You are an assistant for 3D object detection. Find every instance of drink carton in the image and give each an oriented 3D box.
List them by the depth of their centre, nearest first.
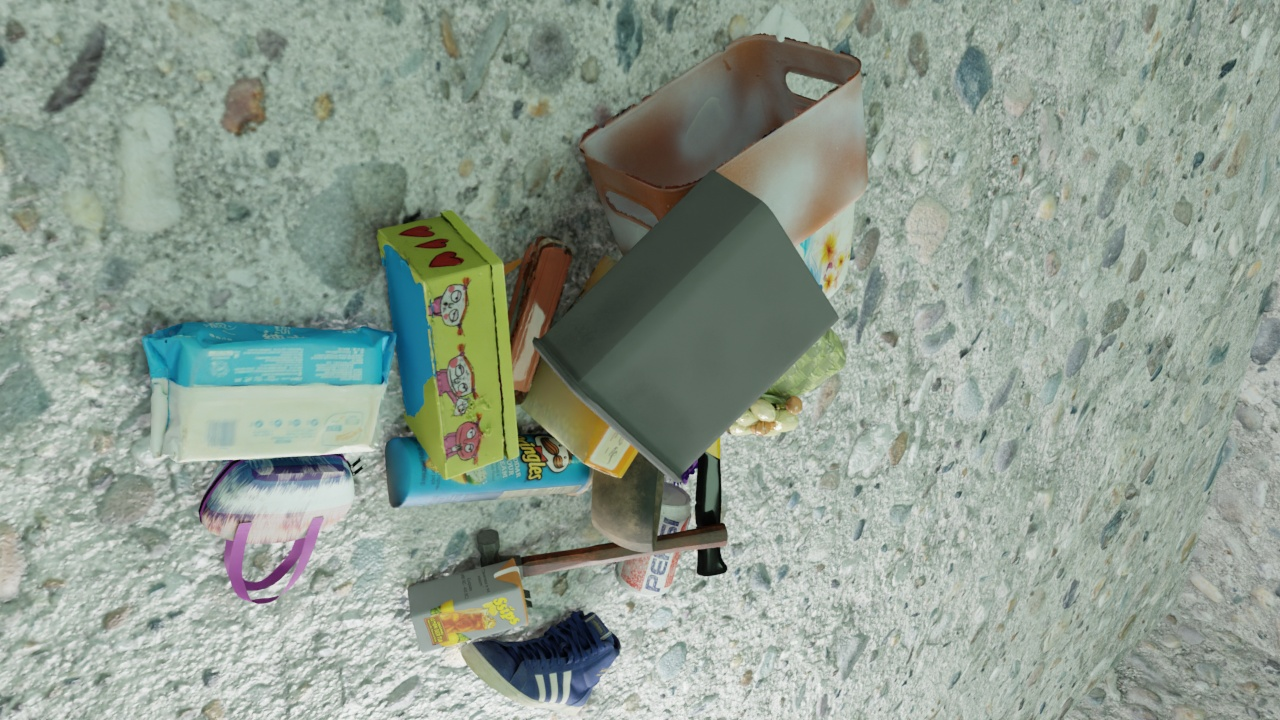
[{"bbox_3d":[-0.194,0.277,1.038,0.124,0.048,0.076,-13,123,-12],"label":"drink carton"}]

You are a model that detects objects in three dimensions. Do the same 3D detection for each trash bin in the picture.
[{"bbox_3d":[0.047,-0.026,0.834,0.220,0.097,0.192,-45,135,0],"label":"trash bin"},{"bbox_3d":[0.093,-0.198,0.949,0.259,0.181,0.157,-36,133,-20],"label":"trash bin"}]

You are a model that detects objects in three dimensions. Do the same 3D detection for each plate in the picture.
[{"bbox_3d":[0.221,-0.142,1.173,0.186,0.016,0.187,-31,131,-37],"label":"plate"}]

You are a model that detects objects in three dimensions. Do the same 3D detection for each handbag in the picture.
[{"bbox_3d":[-0.345,0.156,0.871,0.144,0.068,0.170,3,118,-40],"label":"handbag"},{"bbox_3d":[0.174,0.029,1.164,0.187,0.116,0.113,-36,137,25],"label":"handbag"}]

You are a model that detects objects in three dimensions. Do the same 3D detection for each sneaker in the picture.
[{"bbox_3d":[-0.107,0.365,1.154,0.118,0.091,0.233,-48,135,-2],"label":"sneaker"}]

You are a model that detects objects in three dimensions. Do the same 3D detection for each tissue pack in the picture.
[{"bbox_3d":[-0.321,0.026,0.803,0.209,0.066,0.117,-2,107,-38],"label":"tissue pack"}]

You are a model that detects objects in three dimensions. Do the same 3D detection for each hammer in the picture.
[{"bbox_3d":[-0.041,0.233,1.104,0.300,0.028,0.111,-7,123,-11],"label":"hammer"},{"bbox_3d":[0.085,0.119,1.127,0.127,0.029,0.324,-5,108,-13],"label":"hammer"}]

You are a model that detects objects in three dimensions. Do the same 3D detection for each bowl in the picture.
[{"bbox_3d":[-0.012,0.134,1.045,0.070,0.162,0.162,5,117,5],"label":"bowl"}]

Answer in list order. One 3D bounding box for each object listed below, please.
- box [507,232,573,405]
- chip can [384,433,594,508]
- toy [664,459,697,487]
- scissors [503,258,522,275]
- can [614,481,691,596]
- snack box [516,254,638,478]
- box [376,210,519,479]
[{"bbox_3d":[-0.113,-0.039,0.957,0.060,0.058,0.187,-29,139,-67],"label":"box"},{"bbox_3d":[-0.160,0.115,0.984,0.229,0.080,0.080,3,111,-40],"label":"chip can"},{"bbox_3d":[0.056,0.116,1.177,0.106,0.056,0.088,29,92,-45],"label":"toy"},{"bbox_3d":[-0.170,-0.068,0.919,0.125,0.011,0.130,-32,132,-20],"label":"scissors"},{"bbox_3d":[0.017,0.232,1.194,0.078,0.078,0.136,-2,114,-39],"label":"can"},{"bbox_3d":[-0.035,0.001,0.976,0.080,0.145,0.195,29,94,-46],"label":"snack box"},{"bbox_3d":[-0.177,-0.014,0.854,0.082,0.124,0.221,-17,127,-28],"label":"box"}]
